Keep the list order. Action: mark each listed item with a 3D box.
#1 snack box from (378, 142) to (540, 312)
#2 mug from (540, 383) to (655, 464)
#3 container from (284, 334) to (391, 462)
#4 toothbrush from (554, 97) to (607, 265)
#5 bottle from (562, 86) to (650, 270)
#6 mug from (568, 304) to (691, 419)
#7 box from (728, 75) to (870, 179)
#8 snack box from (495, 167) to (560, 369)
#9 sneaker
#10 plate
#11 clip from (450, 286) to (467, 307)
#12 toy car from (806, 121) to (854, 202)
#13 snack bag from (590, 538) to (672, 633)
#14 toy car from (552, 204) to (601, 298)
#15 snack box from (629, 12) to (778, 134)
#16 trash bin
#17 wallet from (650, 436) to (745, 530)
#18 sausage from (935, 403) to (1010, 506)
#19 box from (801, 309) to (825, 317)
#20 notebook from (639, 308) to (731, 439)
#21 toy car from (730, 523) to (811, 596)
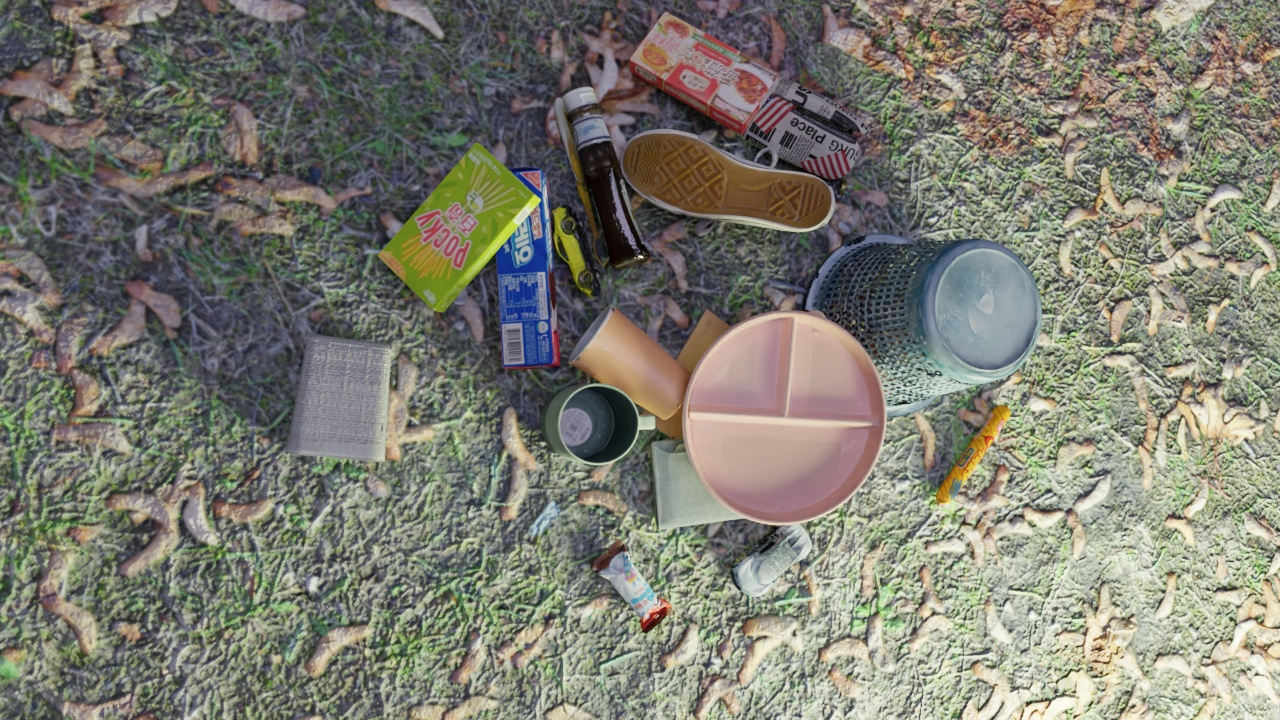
[{"bbox_3d":[-0.184,-0.134,0.930,0.086,0.026,0.156,44,97,9],"label":"snack box"},{"bbox_3d":[-0.043,0.065,0.960,0.111,0.106,0.082,-1,87,-17],"label":"mug"},{"bbox_3d":[-0.290,0.039,0.896,0.090,0.090,0.114,8,82,-17],"label":"container"},{"bbox_3d":[-0.065,-0.198,1.012,0.016,0.018,0.191,-16,92,-12],"label":"toothbrush"},{"bbox_3d":[-0.038,-0.196,0.989,0.044,0.080,0.195,-17,91,5],"label":"bottle"},{"bbox_3d":[-0.006,0.006,0.987,0.122,0.078,0.078,36,78,-11],"label":"mug"},{"bbox_3d":[0.179,-0.273,1.065,0.162,0.075,0.087,28,108,0],"label":"box"},{"bbox_3d":[-0.120,-0.095,0.963,0.057,0.058,0.207,-4,89,3],"label":"snack box"},{"bbox_3d":[0.097,-0.194,1.028,0.241,0.087,0.118,15,94,8],"label":"sneaker"},{"bbox_3d":[0.153,0.061,0.983,0.229,0.028,0.229,0,92,-13],"label":"plate"},{"bbox_3d":[-0.194,-0.085,0.968,0.025,0.036,0.058,-4,84,-20],"label":"clip"},{"bbox_3d":[0.225,-0.239,1.096,0.049,0.031,0.106,12,80,-3],"label":"toy car"},{"bbox_3d":[-0.009,0.248,1.005,0.045,0.026,0.105,-39,97,-12],"label":"snack bag"},{"bbox_3d":[-0.071,-0.116,0.993,0.032,0.048,0.105,-19,93,10],"label":"toy car"},{"bbox_3d":[0.070,-0.322,1.026,0.153,0.025,0.075,33,79,11],"label":"snack box"},{"bbox_3d":[0.328,-0.047,1.035,0.226,0.195,0.226,1,88,-17],"label":"trash bin"},{"bbox_3d":[0.078,0.130,1.021,0.129,0.037,0.106,-6,99,-10],"label":"wallet"},{"bbox_3d":[0.415,0.117,1.145,0.021,0.021,0.165,41,77,-11],"label":"sausage"},{"bbox_3d":[0.180,0.032,1.043,0.091,0.078,0.168,-22,96,-11],"label":"box"},{"bbox_3d":[0.121,0.060,1.062,0.211,0.012,0.149,35,77,-13],"label":"notebook"},{"bbox_3d":[0.151,0.227,1.053,0.105,0.031,0.049,-38,98,-15],"label":"toy car"}]
